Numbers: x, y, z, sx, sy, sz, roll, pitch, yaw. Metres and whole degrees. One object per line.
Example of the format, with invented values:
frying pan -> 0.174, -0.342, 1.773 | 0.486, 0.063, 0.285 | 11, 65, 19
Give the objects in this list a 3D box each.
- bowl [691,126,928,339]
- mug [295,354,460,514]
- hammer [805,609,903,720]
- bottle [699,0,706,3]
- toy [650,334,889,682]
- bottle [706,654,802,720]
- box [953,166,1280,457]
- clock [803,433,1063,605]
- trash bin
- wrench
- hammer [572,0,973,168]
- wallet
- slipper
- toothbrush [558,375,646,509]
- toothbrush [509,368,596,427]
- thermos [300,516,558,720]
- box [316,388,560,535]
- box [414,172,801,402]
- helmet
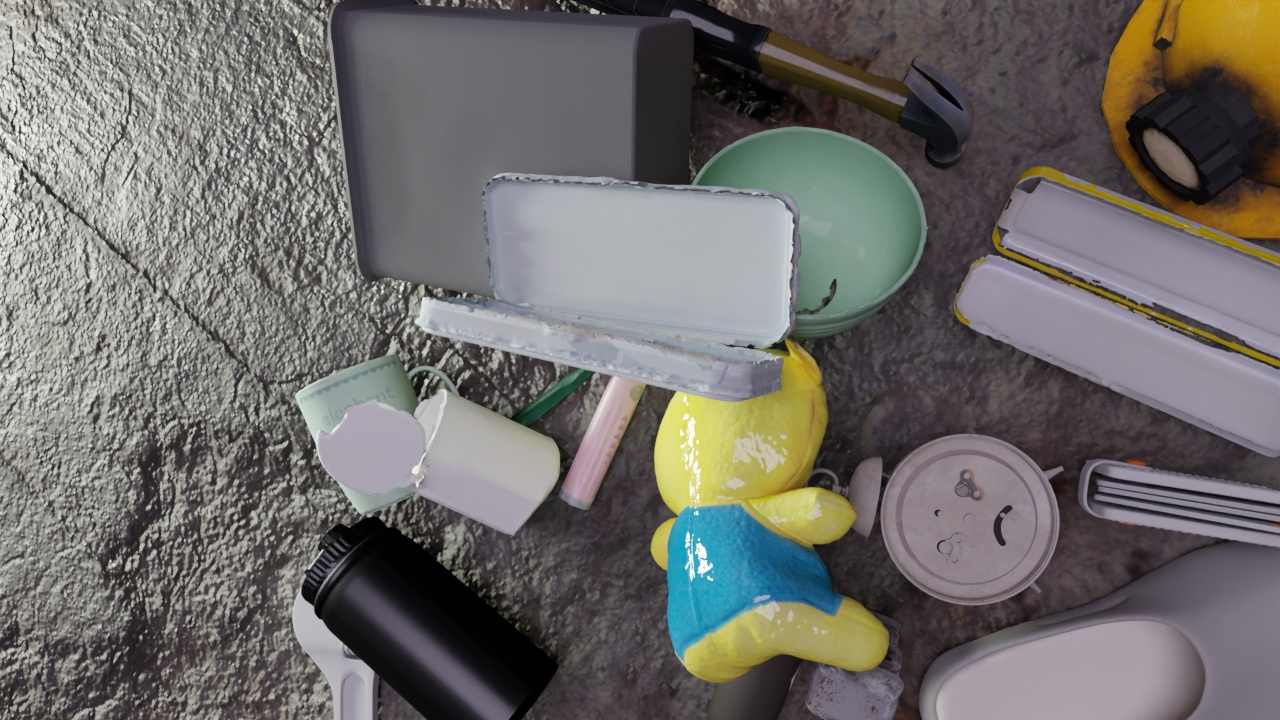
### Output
bowl -> 0.103, -0.072, 0.600 | 0.151, 0.077, 0.150 | -1, 60, 2
mug -> -0.188, 0.052, 0.698 | 0.111, 0.084, 0.104 | -24, 90, -14
hammer -> 0.105, 0.311, 0.590 | 0.049, 0.121, 0.319 | 17, 100, 17
bottle -> 0.028, -0.238, 0.669 | 0.025, 0.025, 0.106 | 34, 97, 16
toy -> 0.061, 0.083, 0.557 | 0.149, 0.084, 0.213 | -27, 53, 41
bottle -> 0.063, 0.255, 0.623 | 0.045, 0.045, 0.184 | 23, 94, 17
box -> 0.310, -0.032, 0.561 | 0.210, 0.057, 0.117 | 26, 97, 15
clock -> 0.184, 0.093, 0.589 | 0.157, 0.061, 0.103 | 10, 90, 9
trash bin -> -0.085, -0.138, 0.619 | 0.220, 0.097, 0.192 | 12, 117, 22
wrench -> -0.235, 0.300, 0.727 | 0.087, 0.018, 0.273 | 0, 88, 17
hammer -> 0.059, -0.212, 0.604 | 0.333, 0.117, 0.025 | 26, 92, 14
wallet -> 0.316, 0.082, 0.519 | 0.118, 0.115, 0.037 | 8, 89, 17
slipper -> 0.296, 0.186, 0.539 | 0.266, 0.080, 0.113 | -21, 78, 15
toothbrush -> -0.004, 0.004, 0.666 | 0.026, 0.027, 0.222 | 27, 95, 33
toothbrush -> -0.054, 0.016, 0.670 | 0.190, 0.017, 0.016 | -37, 61, 22
thermos -> -0.163, 0.192, 0.669 | 0.198, 0.086, 0.086 | 37, 98, 12
box -> -0.137, 0.061, 0.634 | 0.166, 0.092, 0.084 | 29, 120, -20
box -> -0.015, -0.059, 0.526 | 0.215, 0.106, 0.127 | 13, 94, 21
helmet -> 0.400, -0.193, 0.501 | 0.256, 0.131, 0.205 | -38, 77, 11
